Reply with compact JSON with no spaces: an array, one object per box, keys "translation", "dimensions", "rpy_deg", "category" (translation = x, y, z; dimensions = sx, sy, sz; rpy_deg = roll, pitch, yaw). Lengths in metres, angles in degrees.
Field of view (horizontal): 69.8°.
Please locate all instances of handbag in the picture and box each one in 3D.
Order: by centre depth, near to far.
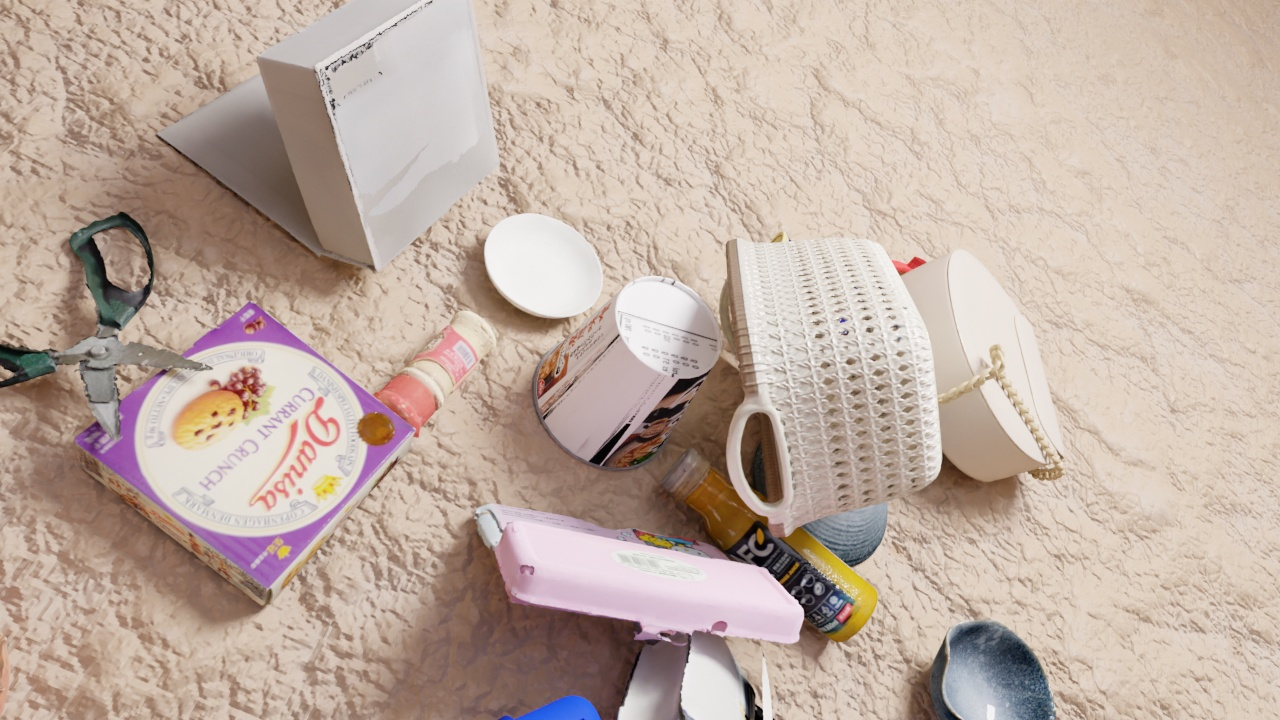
[{"translation":[0.067,0.258,0.574],"dimensions":[0.176,0.074,0.151],"rpy_deg":[54,12,-2],"category":"handbag"},{"translation":[0.324,0.003,0.868],"dimensions":[0.208,0.104,0.210],"rpy_deg":[30,48,-37],"category":"handbag"}]

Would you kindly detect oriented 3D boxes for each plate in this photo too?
[{"translation":[-0.084,-0.074,0.773],"dimensions":[0.104,0.026,0.104],"rpy_deg":[14,55,-20],"category":"plate"}]

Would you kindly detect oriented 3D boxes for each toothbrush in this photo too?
[{"translation":[0.240,-0.104,0.932],"dimensions":[0.212,0.018,0.012],"rpy_deg":[1,46,-47],"category":"toothbrush"}]

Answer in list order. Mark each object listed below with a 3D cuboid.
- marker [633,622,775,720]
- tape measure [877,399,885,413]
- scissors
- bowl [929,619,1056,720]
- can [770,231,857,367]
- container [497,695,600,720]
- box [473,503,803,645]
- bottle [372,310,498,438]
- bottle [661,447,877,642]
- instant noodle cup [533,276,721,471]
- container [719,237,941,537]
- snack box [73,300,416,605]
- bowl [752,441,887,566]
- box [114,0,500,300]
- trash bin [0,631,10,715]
[{"translation":[0.051,0.230,0.658],"dimensions":[0.138,0.022,0.016],"rpy_deg":[39,55,-3],"category":"marker"},{"translation":[0.246,0.046,0.868],"dimensions":[0.061,0.034,0.061],"rpy_deg":[51,43,-9],"category":"tape measure"},{"translation":[-0.377,-0.017,0.569],"dimensions":[0.202,0.015,0.201],"rpy_deg":[-14,51,-25],"category":"scissors"},{"translation":[0.271,0.266,0.732],"dimensions":[0.110,0.055,0.110],"rpy_deg":[13,56,-20],"category":"bowl"},{"translation":[0.151,-0.052,0.866],"dimensions":[0.092,0.057,0.116],"rpy_deg":[29,52,-11],"category":"can"},{"translation":[-0.047,0.261,0.541],"dimensions":[0.058,0.096,0.114],"rpy_deg":[-11,67,-38],"category":"container"},{"translation":[-0.004,0.136,0.618],"dimensions":[0.201,0.038,0.152],"rpy_deg":[15,11,-21],"category":"box"},{"translation":[-0.150,0.009,0.676],"dimensions":[0.044,0.044,0.108],"rpy_deg":[38,50,-2],"category":"bottle"},{"translation":[0.098,0.142,0.718],"dimensions":[0.186,0.053,0.053],"rpy_deg":[40,51,0],"category":"bottle"},{"translation":[-0.004,0.004,0.704],"dimensions":[0.123,0.122,0.123],"rpy_deg":[13,56,-21],"category":"instant noodle cup"},{"translation":[0.133,0.006,0.695],"dimensions":[0.143,0.185,0.245],"rpy_deg":[-10,27,9],"category":"container"},{"translation":[-0.249,0.056,0.594],"dimensions":[0.148,0.041,0.143],"rpy_deg":[38,51,-2],"category":"snack box"},{"translation":[0.168,0.101,0.778],"dimensions":[0.137,0.057,0.136],"rpy_deg":[13,56,-20],"category":"bowl"},{"translation":[-0.303,-0.176,0.773],"dimensions":[0.167,0.423,0.173],"rpy_deg":[-53,128,-40],"category":"box"},{"translation":[-0.362,0.124,0.382],"dimensions":[0.151,0.211,0.151],"rpy_deg":[14,55,-21],"category":"trash bin"}]
